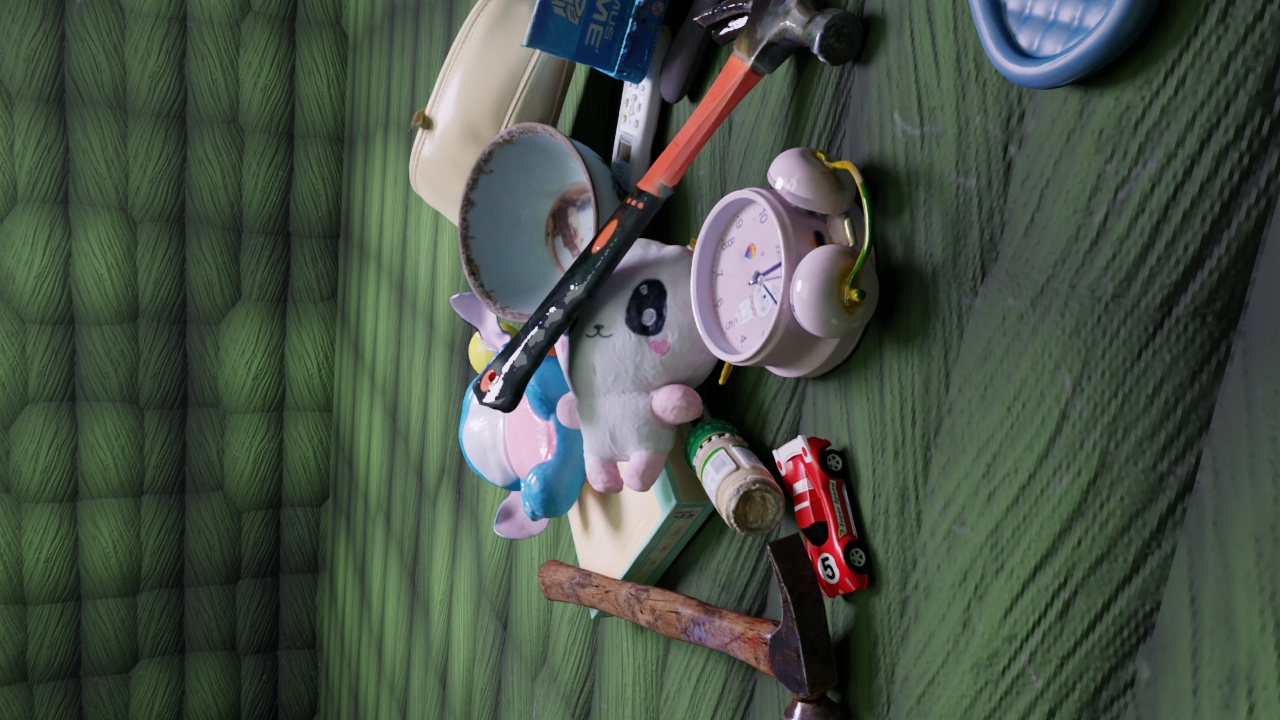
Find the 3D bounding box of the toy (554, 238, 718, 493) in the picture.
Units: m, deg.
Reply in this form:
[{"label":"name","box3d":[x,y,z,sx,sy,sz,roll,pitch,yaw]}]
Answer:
[{"label":"toy","box3d":[-0.004,0.004,0.644,0.139,0.101,0.179,-2,72,35]}]

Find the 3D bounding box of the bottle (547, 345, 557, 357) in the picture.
[{"label":"bottle","box3d":[-0.089,0.048,0.903,0.072,0.048,0.134,131,133,-55]}]

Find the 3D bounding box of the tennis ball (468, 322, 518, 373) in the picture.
[{"label":"tennis ball","box3d":[-0.160,-0.010,1.034,0.065,0.065,0.065,180,90,-65]}]

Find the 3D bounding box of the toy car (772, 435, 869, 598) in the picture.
[{"label":"toy car","box3d":[0.104,0.090,0.528,0.038,0.025,0.089,136,129,-56]}]

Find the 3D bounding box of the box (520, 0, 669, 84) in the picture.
[{"label":"box","box3d":[-0.018,-0.336,0.658,0.114,0.113,0.244,48,125,54]}]

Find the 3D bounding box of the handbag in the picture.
[{"label":"handbag","box3d":[-0.117,-0.238,0.836,0.088,0.190,0.233,32,129,9]}]

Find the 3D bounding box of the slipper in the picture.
[{"label":"slipper","box3d":[0.153,-0.217,0.384,0.104,0.059,0.213,-20,77,58]}]

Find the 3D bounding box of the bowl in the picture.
[{"label":"bowl","box3d":[-0.066,-0.110,0.767,0.160,0.093,0.160,2,92,39]}]

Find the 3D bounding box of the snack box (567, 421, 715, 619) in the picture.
[{"label":"snack box","box3d":[-0.011,0.103,0.745,0.194,0.044,0.141,119,143,-45]}]

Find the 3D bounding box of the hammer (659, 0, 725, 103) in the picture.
[{"label":"hammer","box3d":[0.073,-0.291,0.583,0.312,0.029,0.124,119,152,-49]}]

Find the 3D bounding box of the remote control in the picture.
[{"label":"remote control","box3d":[0.002,-0.205,0.748,0.050,0.022,0.133,44,128,56]}]

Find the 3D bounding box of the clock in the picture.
[{"label":"clock","box3d":[0.086,-0.054,0.528,0.158,0.058,0.116,-36,58,59]}]

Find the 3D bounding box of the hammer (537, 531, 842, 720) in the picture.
[{"label":"hammer","box3d":[0.010,0.168,0.647,0.331,0.033,0.120,-6,93,57]}]

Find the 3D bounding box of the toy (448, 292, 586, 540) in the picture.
[{"label":"toy","box3d":[-0.100,0.046,0.781,0.192,0.098,0.224,-3,98,66]}]

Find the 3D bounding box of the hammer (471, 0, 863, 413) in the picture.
[{"label":"hammer","box3d":[-0.005,-0.095,0.592,0.333,0.033,0.133,-51,38,13]}]

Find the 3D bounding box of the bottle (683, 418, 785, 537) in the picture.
[{"label":"bottle","box3d":[0.058,0.072,0.577,0.110,0.042,0.043,-124,40,-71]}]
